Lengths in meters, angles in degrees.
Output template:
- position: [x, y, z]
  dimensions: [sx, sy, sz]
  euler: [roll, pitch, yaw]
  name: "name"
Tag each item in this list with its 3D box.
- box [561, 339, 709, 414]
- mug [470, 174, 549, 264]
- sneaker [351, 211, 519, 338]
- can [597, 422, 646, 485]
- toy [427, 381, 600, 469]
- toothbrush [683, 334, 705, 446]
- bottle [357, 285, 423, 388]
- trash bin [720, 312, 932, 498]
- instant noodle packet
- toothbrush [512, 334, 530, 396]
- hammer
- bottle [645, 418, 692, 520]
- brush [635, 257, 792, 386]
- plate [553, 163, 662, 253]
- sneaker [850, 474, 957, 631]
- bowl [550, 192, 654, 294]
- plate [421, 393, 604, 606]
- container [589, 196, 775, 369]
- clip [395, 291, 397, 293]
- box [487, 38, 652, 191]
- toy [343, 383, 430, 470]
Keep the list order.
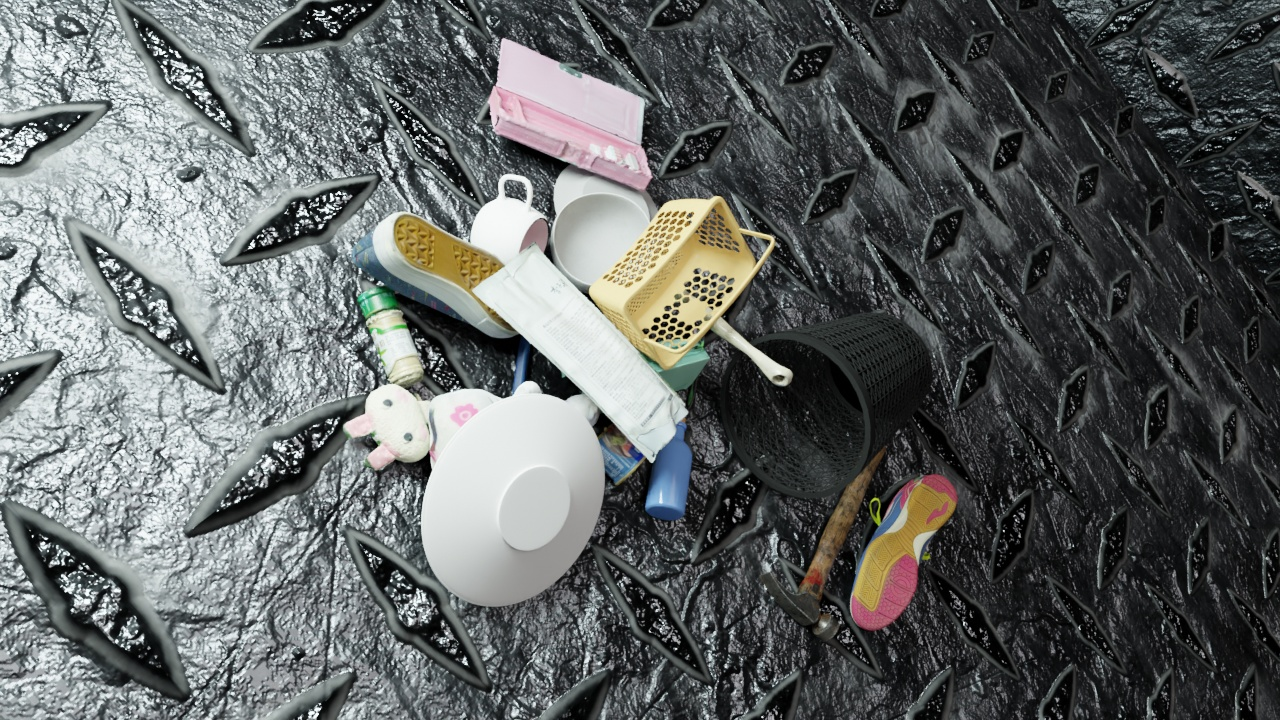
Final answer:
- position: [-0.009, 0.002, 1.153]
  dimensions: [0.188, 0.078, 0.079]
  euler: [-15, 61, -38]
  name: "box"
- position: [-0.157, -0.164, 1.096]
  dimensions: [0.076, 0.124, 0.090]
  euler: [22, 32, 17]
  name: "mug"
- position: [-0.221, -0.090, 1.026]
  dimensions: [0.235, 0.079, 0.087]
  euler: [34, 52, -52]
  name: "sneaker"
- position: [-0.016, 0.096, 1.108]
  dimensions: [0.059, 0.054, 0.099]
  euler: [45, 51, 0]
  name: "can"
- position: [-0.141, 0.089, 1.000]
  dimensions: [0.208, 0.086, 0.137]
  euler: [1, 95, -42]
  name: "toy"
- position: [0.071, 0.038, 1.224]
  dimensions: [0.017, 0.014, 0.187]
  euler: [36, 51, -32]
  name: "toothbrush"
- position: [-0.270, -0.025, 1.000]
  dimensions: [0.042, 0.043, 0.110]
  euler: [-16, 80, -39]
  name: "bottle"
- position: [0.267, 0.040, 1.242]
  dimensions: [0.242, 0.218, 0.217]
  euler: [-22, 82, -46]
  name: "trash bin"
- position: [-0.062, -0.009, 1.041]
  dimensions: [0.269, 0.057, 0.146]
  euler: [45, 32, -4]
  name: "instant noodle packet"
- position: [-0.136, -0.041, 1.115]
  dimensions: [0.016, 0.017, 0.189]
  euler: [18, 59, -25]
  name: "toothbrush"
- position: [0.271, 0.217, 1.265]
  dimensions: [0.120, 0.033, 0.329]
  euler: [43, 50, -8]
  name: "hammer"
- position: [0.039, 0.128, 1.135]
  dimensions: [0.048, 0.048, 0.131]
  euler: [25, 56, -23]
  name: "bottle"
- position: [0.089, -0.050, 1.177]
  dimensions: [0.077, 0.062, 0.272]
  euler: [-43, 61, -17]
  name: "brush"
- position: [-0.037, -0.205, 1.261]
  dimensions: [0.172, 0.019, 0.172]
  euler: [15, 61, -29]
  name: "plate"
- position: [0.357, 0.269, 1.279]
  dimensions: [0.116, 0.091, 0.241]
  euler: [40, 71, -6]
  name: "sneaker"
- position: [-0.050, -0.144, 1.181]
  dimensions: [0.131, 0.064, 0.131]
  euler: [2, 75, -8]
  name: "bowl"
- position: [-0.117, 0.150, 0.952]
  dimensions: [0.228, 0.030, 0.229]
  euler: [-11, 107, -40]
  name: "plate"
- position: [0.056, -0.089, 1.083]
  dimensions: [0.183, 0.167, 0.129]
  euler: [-50, 130, -15]
  name: "container"
- position: [-0.268, -0.093, 1.048]
  dimensions: [0.057, 0.022, 0.035]
  euler: [3, 64, -40]
  name: "clip"
- position: [-0.095, -0.331, 1.264]
  dimensions: [0.232, 0.055, 0.179]
  euler: [17, 50, -27]
  name: "box"
- position: [-0.253, 0.066, 0.967]
  dimensions: [0.112, 0.050, 0.087]
  euler: [-26, 85, -34]
  name: "toy"
